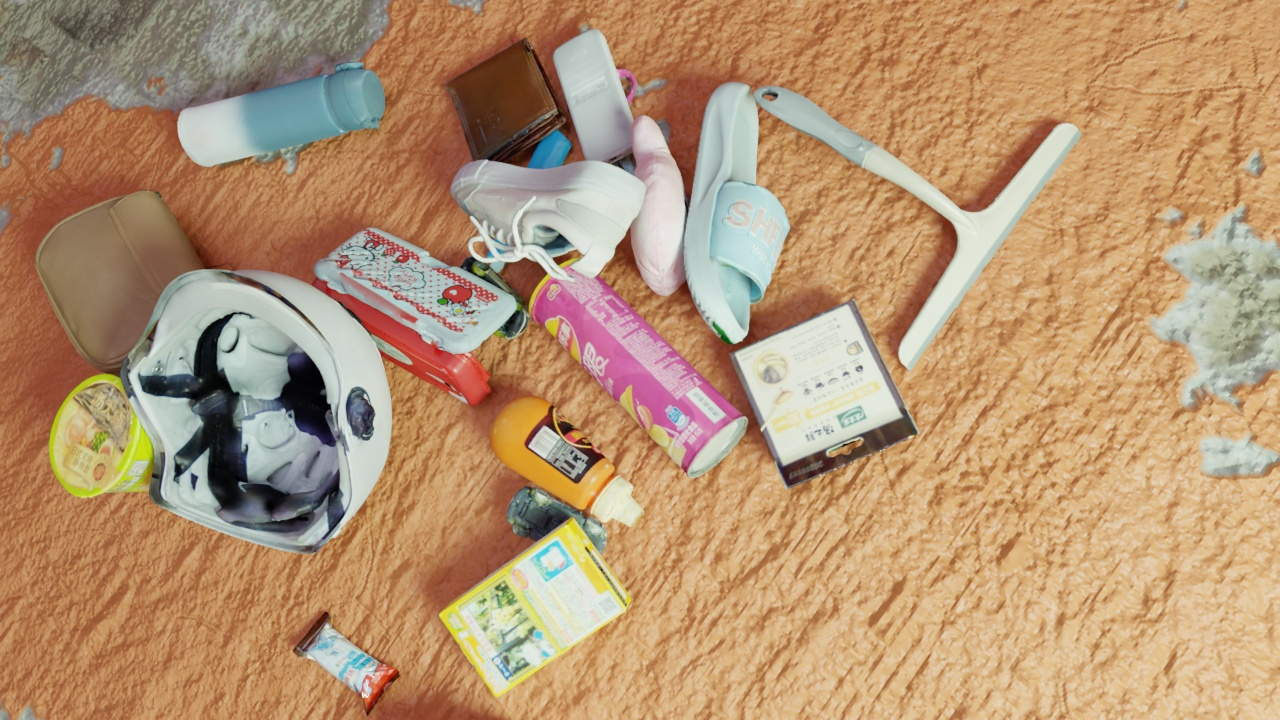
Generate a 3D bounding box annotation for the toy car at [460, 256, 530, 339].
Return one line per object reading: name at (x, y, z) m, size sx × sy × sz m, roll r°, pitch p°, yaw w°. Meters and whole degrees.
toy car at (-0.136, -0.058, 0.860) m, size 0.090 × 0.035 × 0.042 m, roll 44°, pitch 119°, yaw 22°

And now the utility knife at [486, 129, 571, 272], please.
utility knife at (-0.111, -0.153, 0.890) m, size 0.034 × 0.018 × 0.159 m, roll 23°, pitch 85°, yaw 32°

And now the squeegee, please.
squeegee at (0.197, -0.163, 0.761) m, size 0.246 × 0.039 × 0.246 m, roll 36°, pitch 88°, yaw 8°

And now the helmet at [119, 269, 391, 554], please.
helmet at (-0.315, 0.033, 0.817) m, size 0.229 × 0.145 × 0.259 m, roll 7°, pitch 109°, yaw 16°

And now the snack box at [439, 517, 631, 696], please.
snack box at (-0.088, 0.206, 0.768) m, size 0.140 × 0.033 × 0.087 m, roll -36°, pitch 88°, yaw 7°

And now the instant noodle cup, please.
instant noodle cup at (-0.469, 0.080, 0.877) m, size 0.112 × 0.123 × 0.111 m, roll -5°, pitch 76°, yaw 22°

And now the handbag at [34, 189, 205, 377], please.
handbag at (-0.522, -0.074, 0.952) m, size 0.147 × 0.100 × 0.204 m, roll -37°, pitch 69°, yaw -3°

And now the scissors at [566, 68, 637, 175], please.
scissors at (-0.037, -0.215, 0.886) m, size 0.084 × 0.017 × 0.137 m, roll -6°, pitch 79°, yaw 14°

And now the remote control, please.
remote control at (-0.042, -0.250, 0.874) m, size 0.056 × 0.020 × 0.136 m, roll -24°, pitch 72°, yaw 18°

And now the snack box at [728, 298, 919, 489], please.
snack box at (0.148, 0.030, 0.748) m, size 0.113 × 0.053 × 0.125 m, roll -24°, pitch 72°, yaw 9°

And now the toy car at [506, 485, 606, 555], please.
toy car at (-0.071, 0.142, 0.794) m, size 0.090 × 0.034 × 0.043 m, roll 27°, pitch 94°, yaw 7°

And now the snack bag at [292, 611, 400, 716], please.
snack bag at (-0.264, 0.271, 0.824) m, size 0.104 × 0.026 × 0.048 m, roll 32°, pitch 75°, yaw 21°

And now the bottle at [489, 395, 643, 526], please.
bottle at (-0.060, 0.092, 0.792) m, size 0.149 × 0.067 × 0.066 m, roll 36°, pitch 88°, yaw 14°

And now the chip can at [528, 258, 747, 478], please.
chip can at (-0.005, 0.005, 0.791) m, size 0.071 × 0.071 × 0.210 m, roll -45°, pitch 69°, yaw 1°

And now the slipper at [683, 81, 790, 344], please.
slipper at (0.090, -0.128, 0.781) m, size 0.074 × 0.104 × 0.245 m, roll -2°, pitch 68°, yaw 21°

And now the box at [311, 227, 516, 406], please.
box at (-0.208, -0.050, 0.858) m, size 0.201 × 0.095 × 0.101 m, roll 26°, pitch 69°, yaw 24°

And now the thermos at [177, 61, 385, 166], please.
thermos at (-0.377, -0.259, 0.970) m, size 0.221 × 0.070 × 0.070 m, roll -10°, pitch 74°, yaw 14°

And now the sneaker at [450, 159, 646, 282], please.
sneaker at (-0.093, -0.116, 0.787) m, size 0.243 × 0.089 × 0.090 m, roll 13°, pitch 82°, yaw 50°

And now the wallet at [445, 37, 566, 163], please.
wallet at (-0.136, -0.255, 0.910) m, size 0.101 × 0.032 × 0.124 m, roll -30°, pitch 60°, yaw 12°

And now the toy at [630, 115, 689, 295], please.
toy at (0.015, -0.135, 0.797) m, size 0.054 × 0.121 × 0.159 m, roll -8°, pitch 63°, yaw 1°
